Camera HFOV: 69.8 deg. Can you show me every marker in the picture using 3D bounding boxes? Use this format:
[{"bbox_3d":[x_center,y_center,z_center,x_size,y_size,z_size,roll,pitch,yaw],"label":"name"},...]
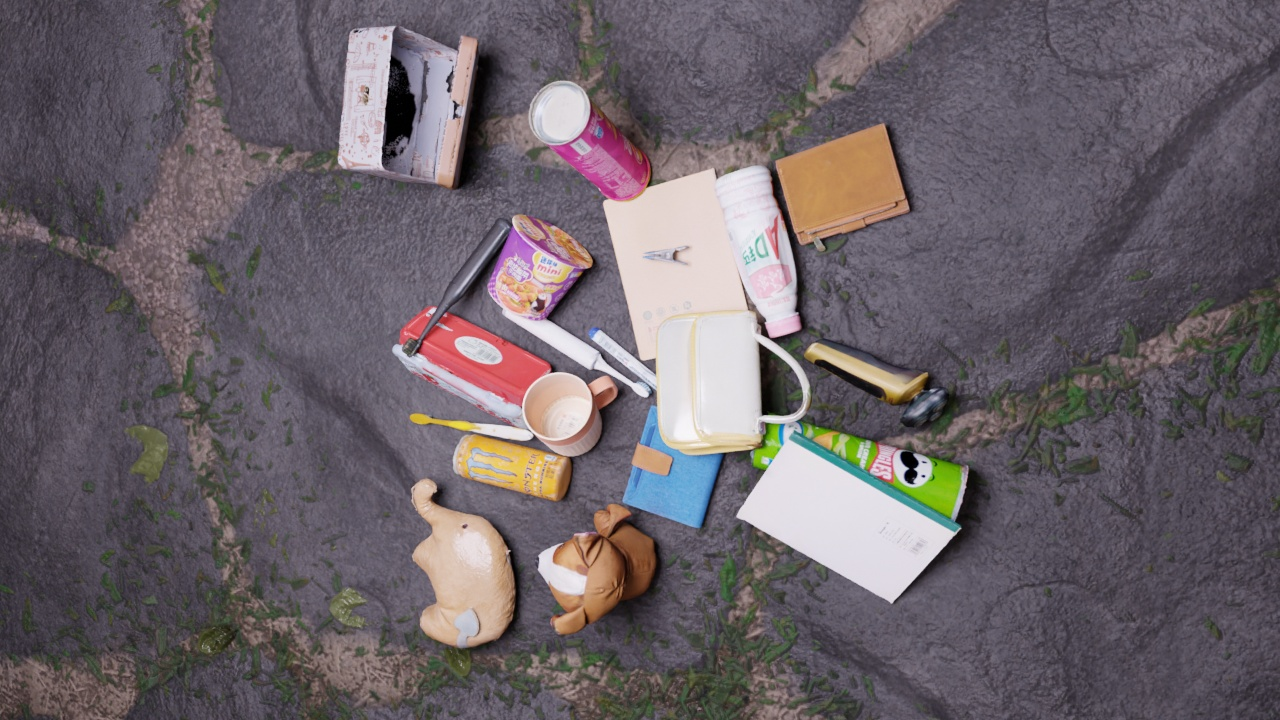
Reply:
[{"bbox_3d":[-0.007,0.007,1.150,0.146,0.017,0.017,39,102,11],"label":"marker"}]

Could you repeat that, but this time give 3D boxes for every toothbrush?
[{"bbox_3d":[-0.080,-0.014,1.165,0.221,0.026,0.027,32,126,12],"label":"toothbrush"},{"bbox_3d":[-0.233,-0.092,1.166,0.026,0.027,0.212,27,77,38],"label":"toothbrush"},{"bbox_3d":[-0.222,0.086,1.205,0.192,0.018,0.016,6,102,24],"label":"toothbrush"}]

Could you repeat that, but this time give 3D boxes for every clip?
[{"bbox_3d":[0.031,-0.130,1.119,0.057,0.024,0.028,1,97,12],"label":"clip"}]

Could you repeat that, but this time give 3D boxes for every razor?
[{"bbox_3d":[0.268,0.022,1.053,0.167,0.062,0.067,27,70,18],"label":"razor"}]

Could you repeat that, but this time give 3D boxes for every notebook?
[{"bbox_3d":[0.045,-0.116,1.132,0.148,0.008,0.207,-14,89,16],"label":"notebook"},{"bbox_3d":[0.232,0.182,1.045,0.209,0.012,0.151,30,128,5],"label":"notebook"}]

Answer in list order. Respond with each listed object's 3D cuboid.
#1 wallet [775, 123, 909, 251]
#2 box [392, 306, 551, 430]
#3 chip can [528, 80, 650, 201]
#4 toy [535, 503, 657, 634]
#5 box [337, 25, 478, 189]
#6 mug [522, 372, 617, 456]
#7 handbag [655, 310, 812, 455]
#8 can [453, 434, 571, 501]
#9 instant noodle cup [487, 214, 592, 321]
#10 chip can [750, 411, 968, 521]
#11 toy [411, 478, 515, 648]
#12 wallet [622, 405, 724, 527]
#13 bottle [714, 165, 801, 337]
[{"bbox_3d":[0.233,-0.196,1.059,0.131,0.035,0.119,-16,89,18],"label":"wallet"},{"bbox_3d":[-0.221,0.021,1.194,0.201,0.095,0.100,26,136,14],"label":"box"},{"bbox_3d":[-0.052,-0.245,1.044,0.071,0.210,0.071,-2,82,18],"label":"chip can"},{"bbox_3d":[-0.057,0.244,1.085,0.130,0.199,0.140,7,94,12],"label":"toy"},{"bbox_3d":[-0.256,-0.306,1.138,0.168,0.150,0.182,11,96,32],"label":"box"},{"bbox_3d":[-0.080,0.060,1.123,0.114,0.106,0.081,-33,72,-5],"label":"mug"},{"bbox_3d":[0.106,0.021,1.054,0.179,0.063,0.163,-7,75,25],"label":"handbag"},{"bbox_3d":[-0.164,0.137,1.182,0.146,0.058,0.058,12,96,15],"label":"can"},{"bbox_3d":[-0.131,-0.109,1.137,0.111,0.111,0.099,37,110,11],"label":"instant noodle cup"},{"bbox_3d":[0.248,0.122,1.055,0.236,0.072,0.072,15,97,16],"label":"chip can"},{"bbox_3d":[-0.234,0.261,1.200,0.143,0.082,0.226,-9,88,8],"label":"toy"},{"bbox_3d":[0.044,0.130,1.134,0.106,0.040,0.133,18,97,10],"label":"wallet"},{"bbox_3d":[0.143,-0.125,1.075,0.068,0.068,0.197,-15,93,16],"label":"bottle"}]
